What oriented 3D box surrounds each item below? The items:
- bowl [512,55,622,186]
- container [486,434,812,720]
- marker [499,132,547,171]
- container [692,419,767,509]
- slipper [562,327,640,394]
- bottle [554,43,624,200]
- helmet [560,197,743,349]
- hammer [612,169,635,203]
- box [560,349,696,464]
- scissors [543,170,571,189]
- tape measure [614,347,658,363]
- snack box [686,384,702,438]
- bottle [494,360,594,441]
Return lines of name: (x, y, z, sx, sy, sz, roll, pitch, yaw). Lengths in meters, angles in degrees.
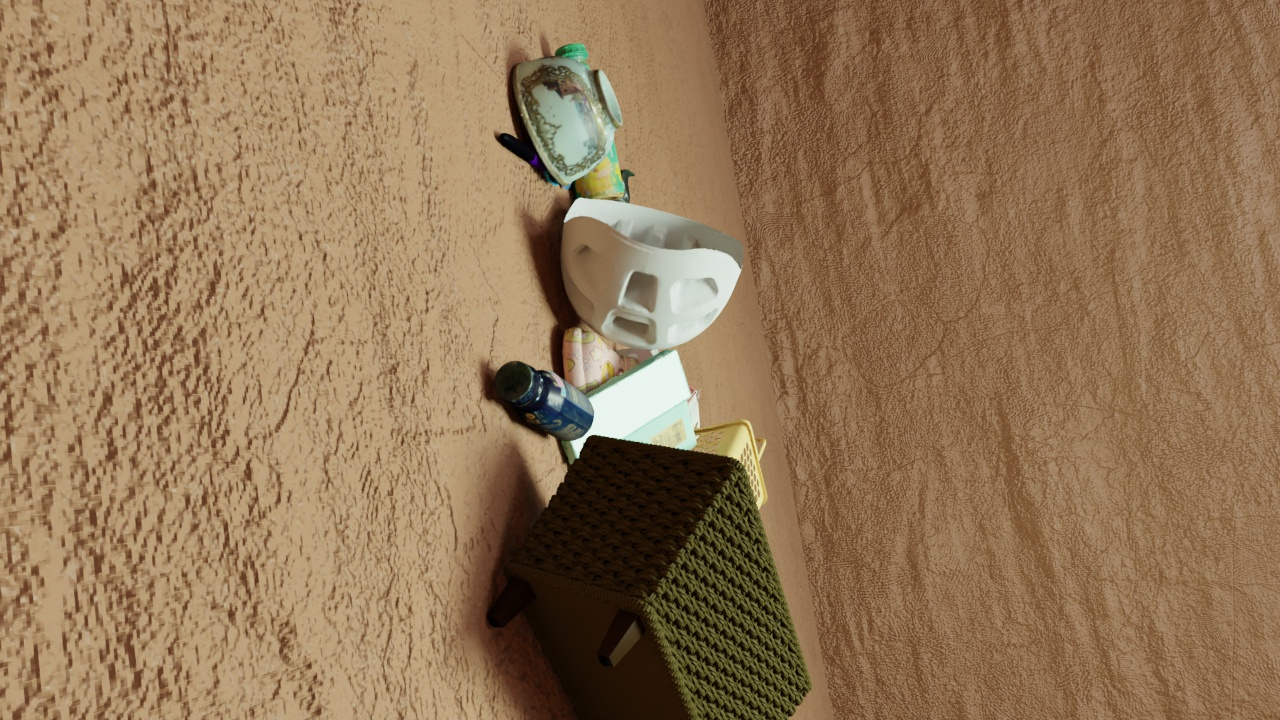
bowl: (-0.079, -0.304, 1.123, 0.159, 0.094, 0.160, -18, 90, -76)
container: (0.012, 0.264, 0.857, 0.204, 0.177, 0.321, -49, 131, -39)
marker: (-0.133, -0.242, 1.060, 0.133, 0.015, 0.018, 9, 90, -75)
container: (0.067, 0.151, 1.209, 0.166, 0.184, 0.129, -52, 130, -62)
slipper: (-0.034, 0.030, 1.114, 0.197, 0.082, 0.093, 61, 24, -57)
bottle: (-0.075, -0.319, 1.243, 0.068, 0.068, 0.209, -22, 101, -76)
helmet: (0.009, -0.128, 1.141, 0.281, 0.224, 0.184, -84, -167, -54)
hammer: (0.001, -0.152, 1.447, 0.132, 0.033, 0.334, -89, 167, -46)
box: (-0.011, 0.082, 1.072, 0.186, 0.033, 0.136, -30, 109, -35)
scissors: (-0.115, -0.277, 1.177, 0.104, 0.015, 0.133, 22, 53, -70)
tape measure: (-0.008, 0.008, 1.275, 0.020, 0.060, 0.062, 63, 25, -47)
snack box: (0.044, 0.067, 1.280, 0.076, 0.044, 0.273, 37, -10, 14)
bottle: (-0.095, 0.040, 0.914, 0.161, 0.056, 0.056, 44, 37, -67)
